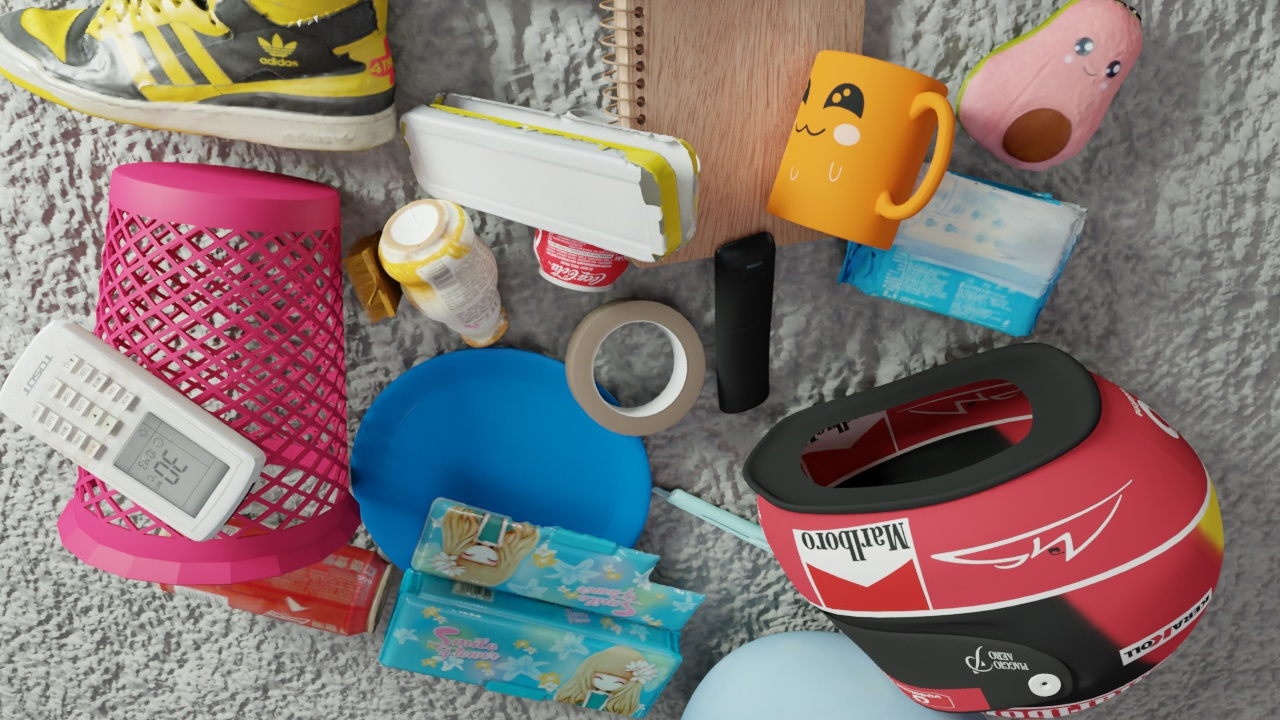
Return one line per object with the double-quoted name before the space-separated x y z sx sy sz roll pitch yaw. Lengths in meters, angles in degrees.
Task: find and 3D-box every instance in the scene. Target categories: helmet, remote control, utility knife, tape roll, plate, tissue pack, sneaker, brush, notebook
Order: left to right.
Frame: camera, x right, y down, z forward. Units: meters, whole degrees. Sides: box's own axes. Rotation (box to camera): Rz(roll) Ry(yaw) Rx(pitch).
"remote control" -0.276 0.039 0.502 0.138 0.025 0.060 36 96 -6
"sneaker" -0.259 -0.204 0.530 0.238 0.085 0.122 9 126 -7
"brush" -0.169 -0.050 0.578 0.017 0.126 0.048 -21 110 -3
"plate" -0.104 0.090 0.695 0.224 0.024 0.225 0 114 1
"tape roll" -0.004 0.004 0.636 0.093 0.030 0.094 -2 99 -13
"utility knife" 0.061 0.121 0.712 0.120 0.015 0.022 27 143 -9
"notebook" 0.056 -0.168 0.546 0.169 0.022 0.211 -12 115 -22
"remote control" 0.072 -0.019 0.619 0.041 0.020 0.152 -20 137 -13
"helmet" 0.154 0.293 0.677 0.266 0.225 0.167 10 89 12
"tissue pack" 0.205 -0.077 0.598 0.144 0.061 0.093 14 111 -7
"helmet" 0.233 0.126 0.614 0.271 0.197 0.225 -19 111 18

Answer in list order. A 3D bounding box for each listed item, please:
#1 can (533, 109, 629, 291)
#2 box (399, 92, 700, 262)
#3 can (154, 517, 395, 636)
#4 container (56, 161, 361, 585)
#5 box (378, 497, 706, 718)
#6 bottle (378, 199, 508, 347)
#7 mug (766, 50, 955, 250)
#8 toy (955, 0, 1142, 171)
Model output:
"can" -0.031 -0.102 0.589 0.064 0.064 0.105 12 113 -4
"box" -0.056 -0.113 0.542 0.210 0.044 0.066 20 134 33
"can" -0.281 0.163 0.707 0.170 0.067 0.067 16 113 -6
"container" -0.266 -0.003 0.588 0.183 0.183 0.226 9 106 -3
"box" -0.071 0.195 0.708 0.226 0.039 0.182 17 125 -13
"bottle" -0.123 -0.053 0.601 0.063 0.063 0.109 -16 142 8
"mug" 0.134 -0.116 0.525 0.077 0.112 0.096 9 106 -30
"toy" 0.252 -0.172 0.561 0.090 0.051 0.110 32 109 -14
